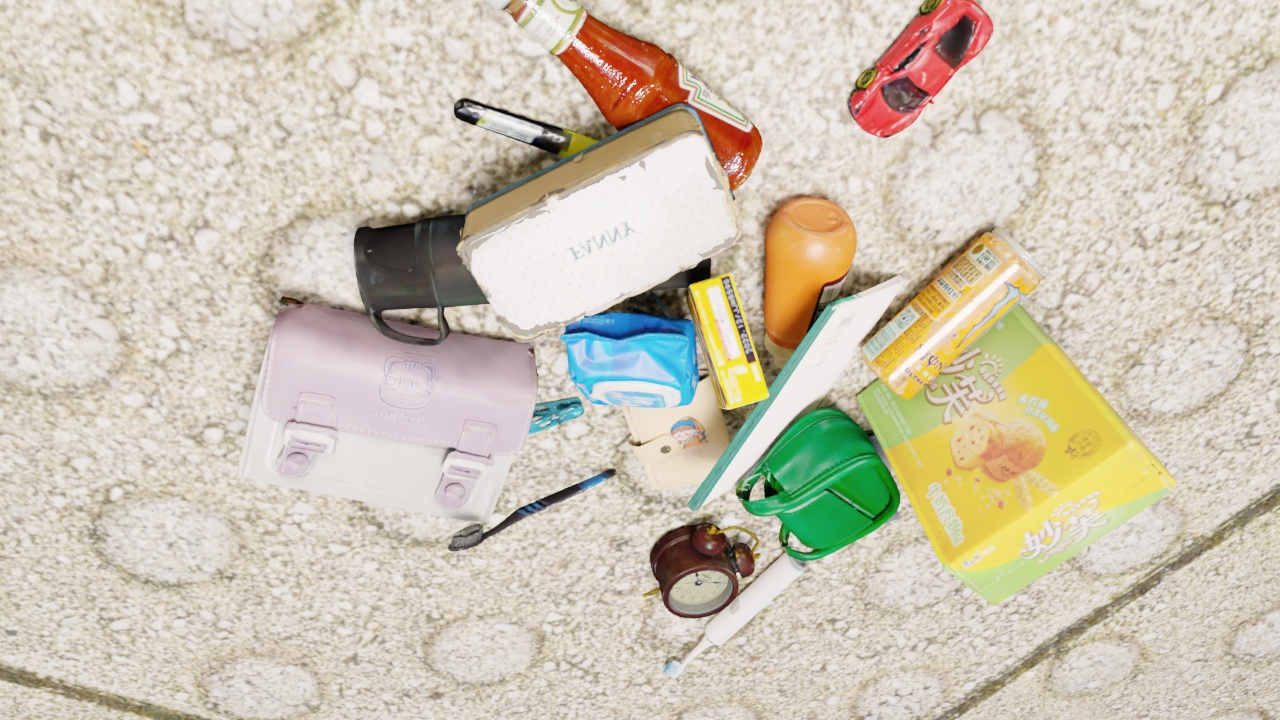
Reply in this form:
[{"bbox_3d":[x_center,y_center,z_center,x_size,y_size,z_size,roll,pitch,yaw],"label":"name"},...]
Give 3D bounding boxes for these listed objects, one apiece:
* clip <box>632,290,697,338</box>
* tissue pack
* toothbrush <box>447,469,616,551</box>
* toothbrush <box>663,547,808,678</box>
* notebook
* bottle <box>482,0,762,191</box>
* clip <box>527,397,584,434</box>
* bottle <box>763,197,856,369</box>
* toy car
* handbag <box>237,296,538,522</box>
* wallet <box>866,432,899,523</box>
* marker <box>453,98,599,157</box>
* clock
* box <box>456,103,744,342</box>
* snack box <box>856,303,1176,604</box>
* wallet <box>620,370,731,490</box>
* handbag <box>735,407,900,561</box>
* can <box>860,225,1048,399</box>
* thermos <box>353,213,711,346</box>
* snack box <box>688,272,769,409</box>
[{"bbox_3d":[0.023,-0.030,0.728,0.058,0.027,0.045,34,108,-29],"label":"clip"},{"bbox_3d":[-0.004,0.004,0.688,0.095,0.052,0.157,1,167,5],"label":"tissue pack"},{"bbox_3d":[-0.083,0.119,0.764,0.189,0.014,0.016,-19,126,-46],"label":"toothbrush"},{"bbox_3d":[0.095,0.273,0.969,0.026,0.026,0.222,32,117,-16],"label":"toothbrush"},{"bbox_3d":[0.126,0.027,0.734,0.150,0.012,0.210,-19,145,-53],"label":"notebook"},{"bbox_3d":[-0.010,-0.182,0.588,0.206,0.059,0.060,32,116,-27],"label":"bottle"},{"bbox_3d":[-0.075,0.045,0.772,0.056,0.039,0.014,-15,130,-5],"label":"clip"},{"bbox_3d":[0.123,-0.050,0.708,0.066,0.066,0.150,-3,134,-7],"label":"bottle"},{"bbox_3d":[0.189,-0.197,0.624,0.049,0.031,0.106,29,120,-26],"label":"toy car"},{"bbox_3d":[-0.192,0.040,0.708,0.197,0.098,0.145,13,118,-19],"label":"handbag"},{"bbox_3d":[0.193,0.123,0.876,0.097,0.019,0.121,-18,126,3],"label":"wallet"},{"bbox_3d":[-0.067,-0.154,0.628,0.124,0.015,0.018,15,122,-15],"label":"marker"},{"bbox_3d":[0.062,0.198,0.887,0.082,0.055,0.122,35,113,-29],"label":"clock"},{"bbox_3d":[-0.019,-0.088,0.579,0.184,0.059,0.090,-24,121,5],"label":"box"},{"bbox_3d":[0.278,0.059,0.719,0.070,0.209,0.158,36,114,-29],"label":"snack box"},{"bbox_3d":[0.033,0.066,0.804,0.087,0.024,0.115,-17,129,5],"label":"wallet"},{"bbox_3d":[0.153,0.110,0.787,0.120,0.068,0.131,-35,141,5],"label":"handbag"},{"bbox_3d":[0.246,-0.036,0.730,0.058,0.058,0.146,34,111,-29],"label":"can"},{"bbox_3d":[-0.073,-0.065,0.655,0.242,0.068,0.090,-6,102,-3],"label":"thermos"},{"bbox_3d":[0.061,-0.010,0.664,0.034,0.140,0.087,-17,87,4],"label":"snack box"}]
